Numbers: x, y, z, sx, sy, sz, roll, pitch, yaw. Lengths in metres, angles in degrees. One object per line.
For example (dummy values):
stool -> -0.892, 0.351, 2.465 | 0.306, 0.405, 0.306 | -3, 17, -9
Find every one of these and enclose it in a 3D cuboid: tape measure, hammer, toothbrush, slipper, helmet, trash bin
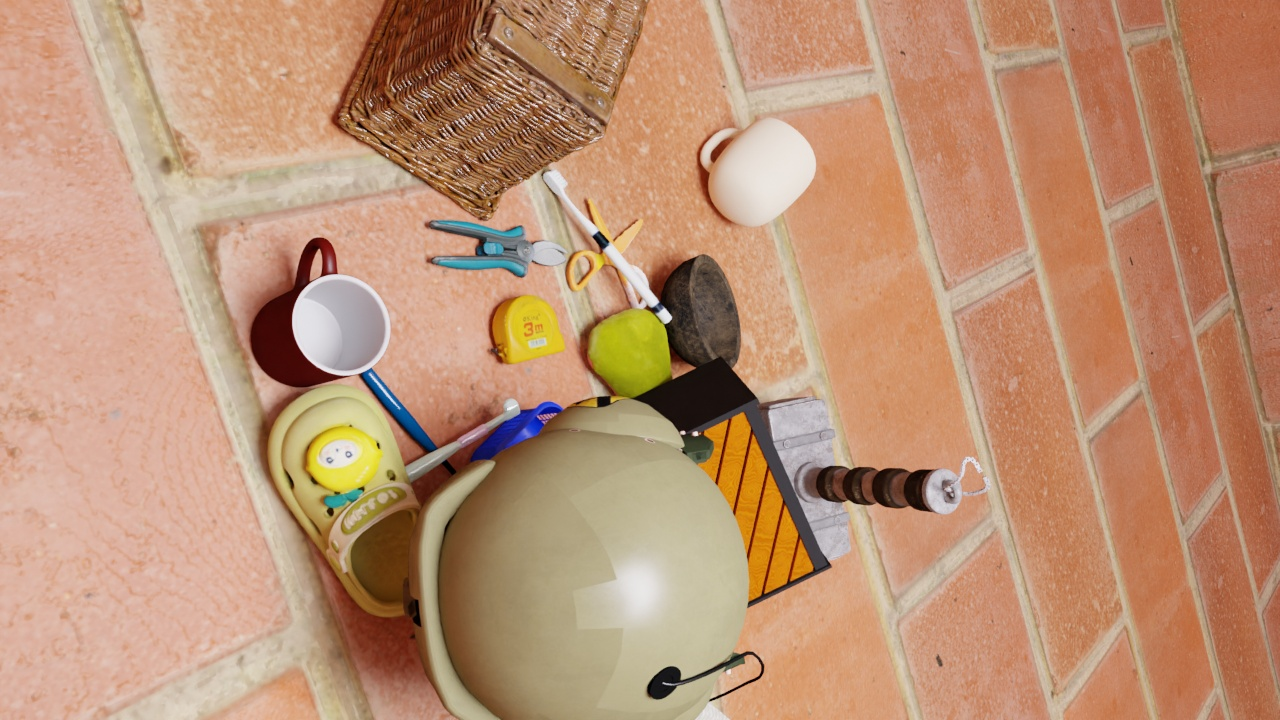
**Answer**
tape measure -> -0.106, -0.029, 0.830 | 0.068, 0.030, 0.059 | -17, 95, -44
hammer -> 0.212, 0.123, 0.894 | 0.079, 0.327, 0.177 | -10, 89, -25
toothbrush -> -0.164, 0.076, 0.752 | 0.154, 0.015, 0.022 | -33, 138, -26
toothbrush -> -0.030, -0.111, 0.891 | 0.187, 0.012, 0.017 | 50, 50, -5
slipper -> 0.061, 0.387, 0.898 | 0.263, 0.052, 0.114 | 42, 58, -43
slipper -> -0.206, 0.112, 0.677 | 0.091, 0.082, 0.190 | -26, 105, -16
toothbrush -> -0.176, 0.072, 0.763 | 0.014, 0.014, 0.168 | -46, 113, -26
helmet -> -0.050, 0.154, 0.654 | 0.232, 0.256, 0.250 | -3, 83, -46
trash bin -> 0.059, 0.118, 0.836 | 0.139, 0.139, 0.172 | -26, 106, 0

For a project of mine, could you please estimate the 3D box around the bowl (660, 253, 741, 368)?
bowl -> 0.054, -0.044, 0.952 | 0.121, 0.056, 0.121 | 36, 48, -53

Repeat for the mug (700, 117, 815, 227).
mug -> 0.119, -0.209, 1.022 | 0.120, 0.096, 0.099 | 38, 65, 13

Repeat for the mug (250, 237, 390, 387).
mug -> -0.238, -0.036, 0.678 | 0.073, 0.083, 0.105 | -4, 86, -42

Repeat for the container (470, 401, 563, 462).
container -> -0.089, 0.102, 0.805 | 0.096, 0.058, 0.114 | -47, 114, -36

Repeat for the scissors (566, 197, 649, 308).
scissors -> -0.027, -0.101, 0.925 | 0.131, 0.011, 0.125 | 54, 54, -24

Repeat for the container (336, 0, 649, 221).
container -> -0.103, -0.277, 0.767 | 0.162, 0.184, 0.249 | 31, 64, -36

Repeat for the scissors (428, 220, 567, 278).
scissors -> -0.128, -0.096, 0.830 | 0.133, 0.019, 0.145 | 49, 53, -28

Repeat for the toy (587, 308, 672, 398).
toy -> -0.005, 0.005, 0.900 | 0.089, 0.051, 0.110 | -28, 102, -39
